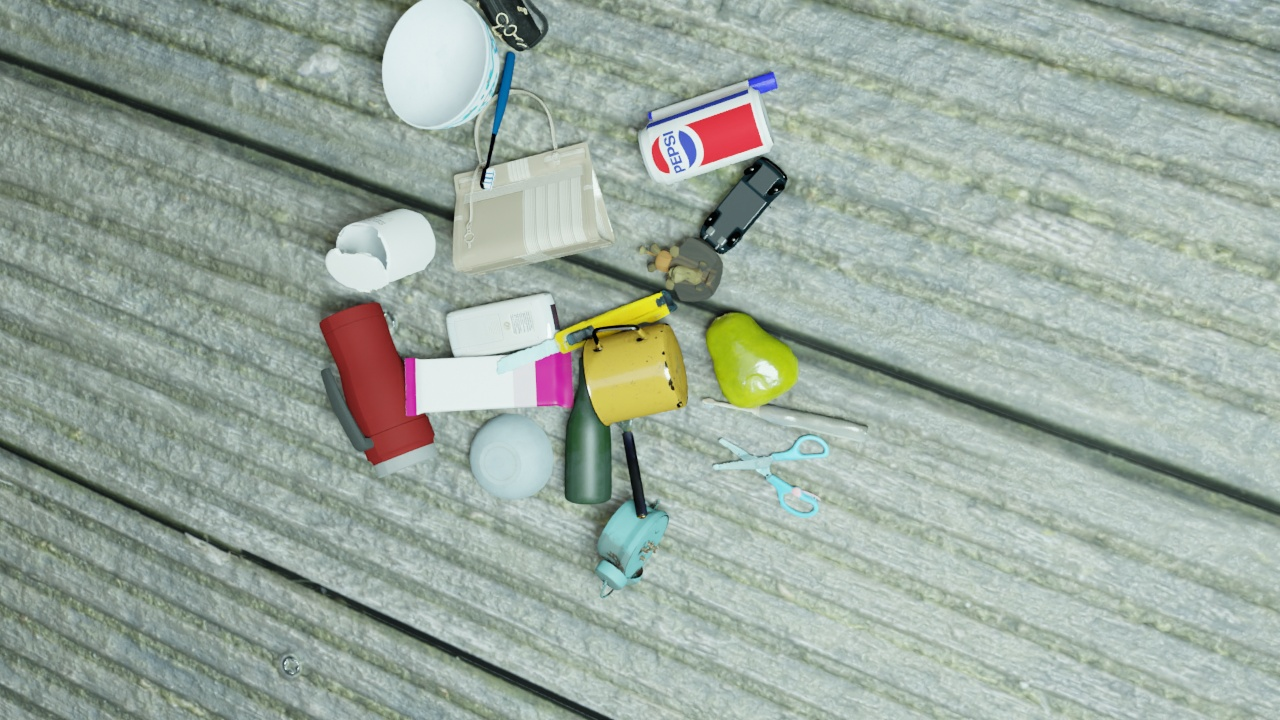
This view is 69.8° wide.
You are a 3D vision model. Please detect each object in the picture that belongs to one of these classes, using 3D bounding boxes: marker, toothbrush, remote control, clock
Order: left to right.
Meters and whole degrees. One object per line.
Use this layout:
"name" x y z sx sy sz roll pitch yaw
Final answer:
"toothbrush" -0.160 -0.272 1.037 0.014 0.014 0.167 8 79 7
"remote control" -0.164 -0.040 1.088 0.139 0.025 0.060 -10 94 14
"clock" -0.015 0.216 1.049 0.053 0.090 0.124 32 93 21
"marker" 0.078 -0.282 0.996 0.142 0.020 0.020 -14 93 16
"toothbrush" 0.158 0.063 1.018 0.186 0.024 0.022 11 60 13

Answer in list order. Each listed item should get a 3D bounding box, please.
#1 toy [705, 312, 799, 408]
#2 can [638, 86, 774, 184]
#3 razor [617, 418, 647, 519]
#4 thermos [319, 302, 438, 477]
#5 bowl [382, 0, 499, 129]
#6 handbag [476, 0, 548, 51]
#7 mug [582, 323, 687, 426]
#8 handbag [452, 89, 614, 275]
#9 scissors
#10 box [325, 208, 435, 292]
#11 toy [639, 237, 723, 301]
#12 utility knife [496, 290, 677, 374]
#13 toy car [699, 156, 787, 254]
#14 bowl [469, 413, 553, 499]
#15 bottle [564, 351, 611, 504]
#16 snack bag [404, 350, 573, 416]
"toy" 0.118 -0.004 1.005 0.090 0.051 0.110 -31 86 14
"can" 0.070 -0.237 0.978 0.132 0.070 0.070 -15 93 16
"razor" -0.009 0.108 1.034 0.043 0.022 0.144 -19 60 17
"thermos" -0.322 0.038 1.098 0.084 0.107 0.198 -22 89 35
"bowl" -0.210 -0.325 1.031 0.144 0.074 0.144 0 90 26
"handbag" -0.157 -0.402 1.011 0.054 0.079 0.128 -31 90 14
"mug" -0.006 0.006 1.007 0.094 0.100 0.124 -13 130 14
"handbag" -0.135 -0.213 1.053 0.176 0.062 0.198 -11 86 15
"scissors" 0.153 0.111 1.030 0.141 0.015 0.111 32 104 3
"box" -0.300 -0.122 1.055 0.080 0.143 0.089 11 110 19
"toy" 0.042 -0.105 1.011 0.100 0.062 0.076 21 124 22
"utility knife" -0.065 -0.029 1.056 0.224 0.019 0.030 -21 88 11
"toy car" 0.111 -0.167 0.995 0.046 0.034 0.112 42 106 7
"bowl" -0.161 0.119 1.100 0.106 0.039 0.106 2 97 14
"bottle" -0.060 0.076 1.061 0.055 0.055 0.174 2 96 14
"snack bag" -0.178 0.027 1.078 0.196 0.016 0.070 -3 82 -1
